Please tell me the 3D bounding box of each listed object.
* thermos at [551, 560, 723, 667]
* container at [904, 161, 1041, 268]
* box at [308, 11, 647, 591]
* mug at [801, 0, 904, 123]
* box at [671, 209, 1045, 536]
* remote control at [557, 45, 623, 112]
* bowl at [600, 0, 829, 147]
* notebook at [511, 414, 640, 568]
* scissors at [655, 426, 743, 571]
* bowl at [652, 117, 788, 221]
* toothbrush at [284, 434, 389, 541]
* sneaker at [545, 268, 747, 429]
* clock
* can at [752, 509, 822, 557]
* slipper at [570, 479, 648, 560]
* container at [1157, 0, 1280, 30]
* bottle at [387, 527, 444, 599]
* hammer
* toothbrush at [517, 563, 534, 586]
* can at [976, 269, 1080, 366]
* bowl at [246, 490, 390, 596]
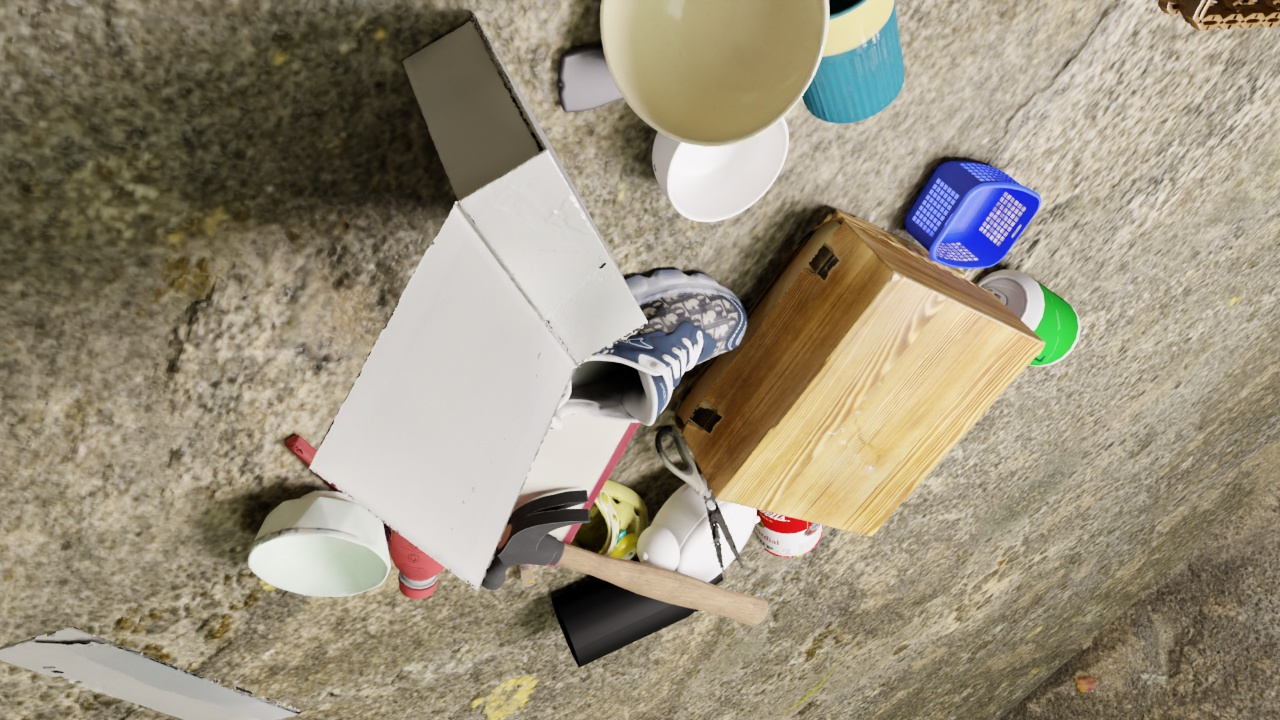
[{"bbox_3d":[0.001,0.289,1.114,0.198,0.086,0.086,-21,140,-14],"label":"thermos"},{"bbox_3d":[0.321,-0.145,0.898,0.114,0.058,0.096,1,130,-35],"label":"container"},{"bbox_3d":[-0.073,0.018,0.507,0.119,0.477,0.166,-12,144,16],"label":"box"},{"bbox_3d":[0.154,-0.249,0.669,0.113,0.083,0.107,-57,144,-14],"label":"mug"},{"bbox_3d":[0.200,0.015,0.919,0.244,0.168,0.280,16,121,-35],"label":"box"},{"bbox_3d":[-0.001,-0.209,0.655,0.124,0.009,0.047,-17,138,-19],"label":"remote control"},{"bbox_3d":[0.057,-0.221,0.597,0.075,0.151,0.151,-40,160,-55],"label":"bowl"},{"bbox_3d":[-0.108,0.109,0.868,0.153,0.012,0.209,19,120,-20],"label":"notebook"},{"bbox_3d":[0.075,0.134,0.961,0.013,0.163,0.153,-47,178,43],"label":"scissors"},{"bbox_3d":[0.056,-0.164,0.705,0.104,0.054,0.105,-17,139,-16],"label":"bowl"},{"bbox_3d":[-0.258,0.121,0.821,0.016,0.016,0.190,-29,141,-4],"label":"toothbrush"},{"bbox_3d":[-0.005,0.004,0.774,0.268,0.132,0.103,-11,134,-32],"label":"sneaker"},{"bbox_3d":[0.061,0.187,1.025,0.160,0.073,0.125,-37,144,-22],"label":"clock"},{"bbox_3d":[0.178,0.174,1.111,0.086,0.086,0.116,-24,140,-11],"label":"can"},{"bbox_3d":[-0.048,0.173,0.967,0.092,0.081,0.190,-42,138,7],"label":"slipper"},{"bbox_3d":[0.400,-0.380,0.581,0.219,0.214,0.252,-11,136,-24],"label":"container"},{"bbox_3d":[-0.197,0.148,0.840,0.062,0.062,0.177,-6,128,-29],"label":"bottle"},{"bbox_3d":[0.002,0.217,0.933,0.305,0.040,0.133,22,122,-23],"label":"hammer"},{"bbox_3d":[-0.133,0.187,0.976,0.015,0.015,0.185,-16,137,-10],"label":"toothbrush"},{"bbox_3d":[0.441,-0.047,1.057,0.139,0.087,0.088,17,120,-43],"label":"can"},{"bbox_3d":[-0.274,0.153,0.796,0.117,0.061,0.118,-2,142,-2],"label":"bowl"}]
